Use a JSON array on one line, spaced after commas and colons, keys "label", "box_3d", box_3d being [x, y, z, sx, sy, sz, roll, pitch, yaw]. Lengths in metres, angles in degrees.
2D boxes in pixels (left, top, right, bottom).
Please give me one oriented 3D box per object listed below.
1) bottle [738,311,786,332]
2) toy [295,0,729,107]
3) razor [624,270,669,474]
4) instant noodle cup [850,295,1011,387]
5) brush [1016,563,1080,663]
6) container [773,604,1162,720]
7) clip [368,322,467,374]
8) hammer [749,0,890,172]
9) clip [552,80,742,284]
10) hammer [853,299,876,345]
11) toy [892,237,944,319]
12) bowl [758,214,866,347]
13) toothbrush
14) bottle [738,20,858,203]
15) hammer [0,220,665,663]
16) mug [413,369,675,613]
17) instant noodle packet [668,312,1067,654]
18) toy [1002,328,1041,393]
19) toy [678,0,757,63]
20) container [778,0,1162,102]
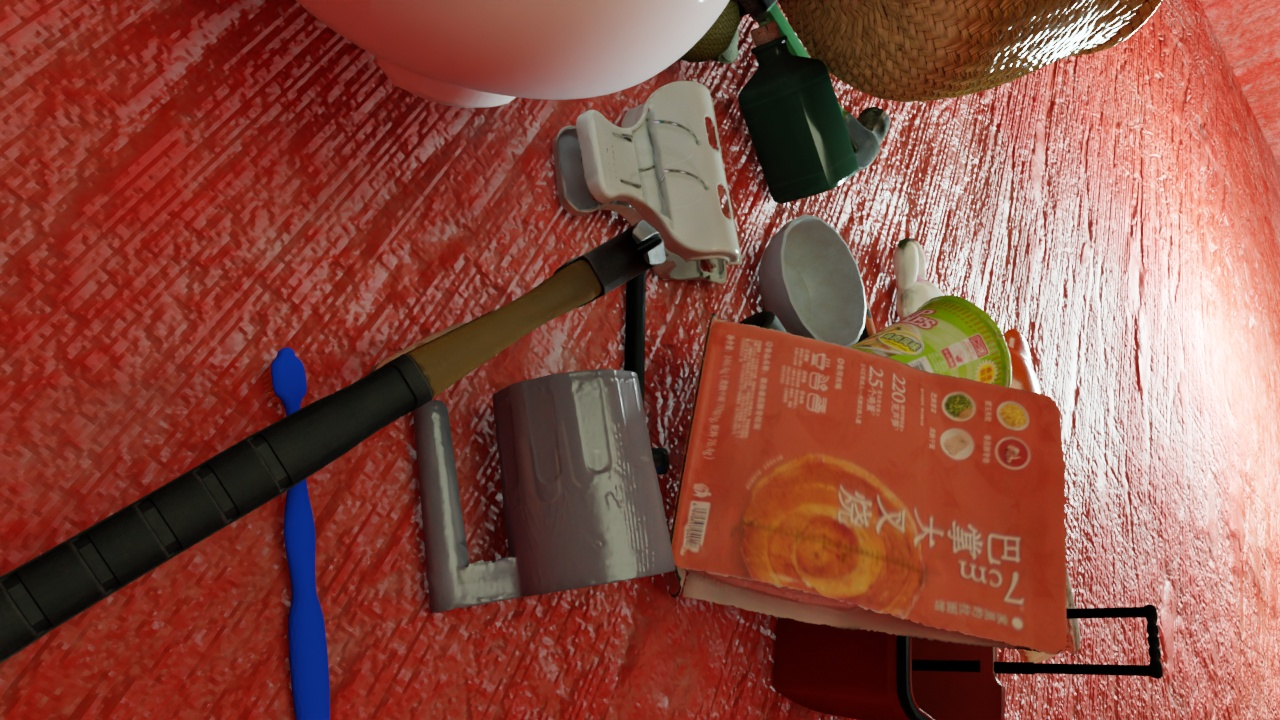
[{"label": "bottle", "box_3d": [0.124, 0.050, 0.659, 0.184, 0.045, 0.045, 54, 46, -17]}, {"label": "toy", "box_3d": [-0.063, -0.261, 0.408, 0.265, 0.281, 0.262, -6, 45, -41]}, {"label": "razor", "box_3d": [-0.003, 0.003, 0.569, 0.043, 0.022, 0.144, 2, 65, -3]}, {"label": "instant noodle cup", "box_3d": [0.198, 0.012, 0.678, 0.107, 0.099, 0.099, -18, 89, -26]}, {"label": "brush", "box_3d": [0.296, 0.149, 0.715, 0.083, 0.057, 0.271, -93, 158, -48]}, {"label": "container", "box_3d": [0.194, 0.163, 0.578, 0.127, 0.201, 0.147, 32, 56, -34]}, {"label": "clip", "box_3d": [-0.103, -0.001, 0.457, 0.060, 0.041, 0.024, -29, 95, -51]}, {"label": "hammer", "box_3d": [0.106, -0.292, 0.770, 0.319, 0.032, 0.129, 52, 47, -18]}, {"label": "clip", "box_3d": [0.019, -0.122, 0.594, 0.152, 0.096, 0.126, 10, 67, -53]}, {"label": "hammer", "box_3d": [0.217, 0.104, 0.742, 0.137, 0.035, 0.314, -7, 81, -46]}, {"label": "toy", "box_3d": [0.253, -0.053, 0.829, 0.079, 0.038, 0.122, -12, 84, -58]}, {"label": "bowl", "box_3d": [0.126, -0.054, 0.701, 0.106, 0.039, 0.106, 17, 65, -40]}, {"label": "toothbrush", "box_3d": [-0.150, 0.084, 0.401, 0.016, 0.018, 0.182, 1, 79, -45]}, {"label": "bottle", "box_3d": [0.117, -0.195, 0.712, 0.061, 0.061, 0.131, -36, 110, -43]}, {"label": "hammer", "box_3d": [-0.115, 0.021, 0.370, 0.332, 0.118, 0.025, -34, 98, -32]}, {"label": "mug", "box_3d": [-0.050, 0.066, 0.468, 0.123, 0.084, 0.104, -5, 78, -18]}, {"label": "instant noodle packet", "box_3d": [0.136, 0.071, 0.539, 0.084, 0.221, 0.164, 84, 17, -58]}, {"label": "toy", "box_3d": [0.313, 0.067, 0.817, 0.163, 0.093, 0.172, -24, 106, -44]}, {"label": "toy", "box_3d": [0.049, -0.289, 0.646, 0.179, 0.078, 0.153, -12, 124, -65]}, {"label": "container", "box_3d": [0.211, -0.348, 0.647, 0.196, 0.307, 0.307, -22, 92, -15]}]
